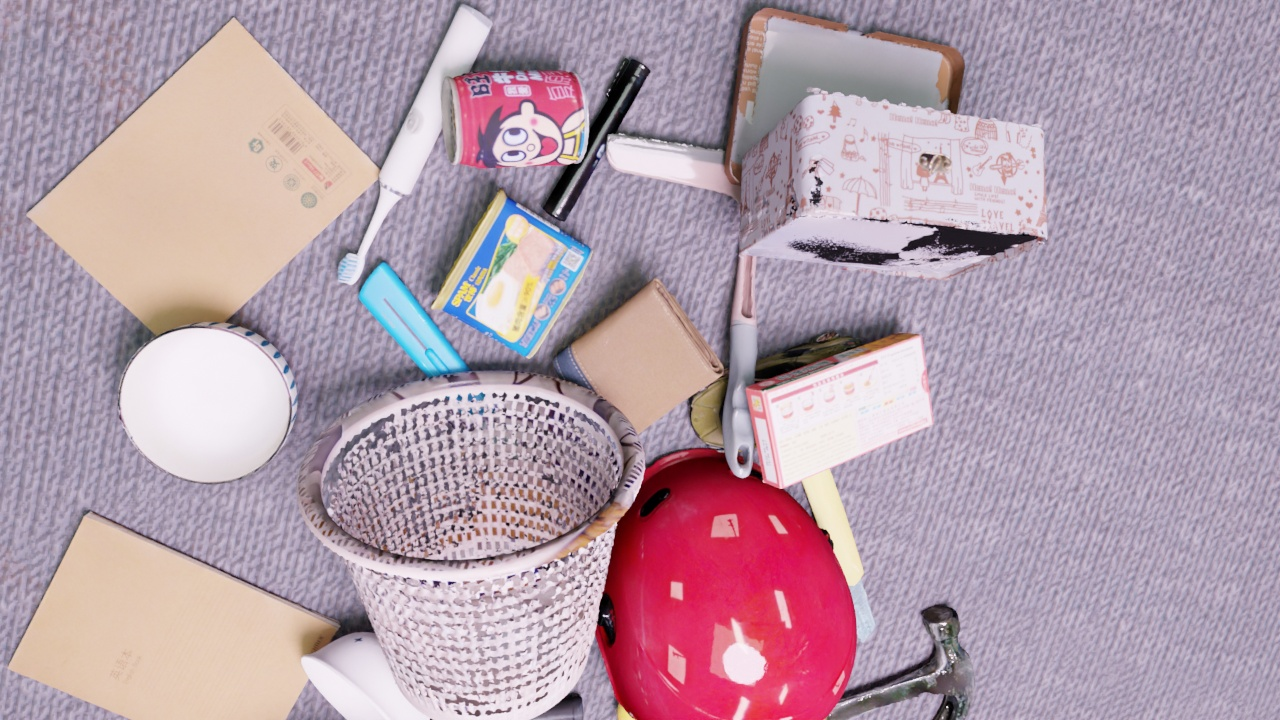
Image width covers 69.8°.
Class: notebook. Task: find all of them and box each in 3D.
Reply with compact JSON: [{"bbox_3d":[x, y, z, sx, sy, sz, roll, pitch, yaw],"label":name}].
[{"bbox_3d":[-0.373,0.230,0.738,0.211,0.012,0.149,29,98,-12],"label":"notebook"},{"bbox_3d":[-0.317,-0.122,0.672,0.208,0.008,0.148,-42,103,3],"label":"notebook"}]

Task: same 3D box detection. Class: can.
[{"bbox_3d":[-0.095,-0.063,0.689,0.083,0.057,0.102,31,97,-15],"label":"can"},{"bbox_3d":[-0.090,-0.171,0.652,0.093,0.066,0.066,-7,103,-19],"label":"can"}]

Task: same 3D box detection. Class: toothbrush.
[{"bbox_3d":[-0.154,0.308,0.774,0.212,0.026,0.027,-4,90,-6],"label":"toothbrush"},{"bbox_3d":[-0.170,-0.154,0.675,0.027,0.026,0.221,33,98,30],"label":"toothbrush"}]

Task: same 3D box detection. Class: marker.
[{"bbox_3d":[-0.034,-0.166,0.693,0.022,0.020,0.132,31,96,1],"label":"marker"}]

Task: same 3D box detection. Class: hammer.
[{"bbox_3d":[0.142,0.326,0.813,0.323,0.032,0.126,-18,103,-3],"label":"hammer"}]

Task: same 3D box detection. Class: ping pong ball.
[{"bbox_3d":[0.000,0.302,0.784,0.040,0.040,0.040,-1,102,-7],"label":"ping pong ball"}]

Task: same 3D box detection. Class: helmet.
[{"bbox_3d":[0.074,0.195,0.709,0.206,0.144,0.240,-14,96,-15],"label":"helmet"}]

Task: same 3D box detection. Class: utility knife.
[{"bbox_3d":[0.167,0.151,0.786,0.031,0.021,0.206,-21,97,0],"label":"utility knife"},{"bbox_3d":[-0.146,0.013,0.718,0.034,0.018,0.204,-37,105,1],"label":"utility knife"}]

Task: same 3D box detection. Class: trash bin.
[{"bbox_3d":[-0.111,0.143,0.657,0.227,0.227,0.192,-3,121,-7],"label":"trash bin"}]

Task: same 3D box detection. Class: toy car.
[{"bbox_3d":[0.117,0.029,0.744,0.158,0.042,0.070,-19,103,0],"label":"toy car"}]

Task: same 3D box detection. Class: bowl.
[{"bbox_3d":[-0.309,0.026,0.674,0.116,0.066,0.116,-2,103,-7],"label":"bowl"},{"bbox_3d":[-0.203,0.253,0.728,0.064,0.119,0.118,-46,107,-35],"label":"bowl"}]

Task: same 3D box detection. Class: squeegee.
[{"bbox_3d":[0.082,-0.034,0.712,0.247,0.040,0.249,6,84,-13],"label":"squeegee"}]

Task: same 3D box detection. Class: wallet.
[{"bbox_3d":[-0.004,0.004,0.693,0.116,0.033,0.090,-38,84,32],"label":"wallet"}]

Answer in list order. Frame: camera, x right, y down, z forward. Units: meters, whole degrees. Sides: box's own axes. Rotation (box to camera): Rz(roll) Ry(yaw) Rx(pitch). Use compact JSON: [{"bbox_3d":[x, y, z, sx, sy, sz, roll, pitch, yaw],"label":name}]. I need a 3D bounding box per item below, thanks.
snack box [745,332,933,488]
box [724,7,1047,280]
[{"bbox_3d":[0.156,0.036,0.704,0.155,0.027,0.077,-18,104,-25],"label":"snack box"},{"bbox_3d":[0.170,-0.167,0.646,0.183,0.157,0.193,5,83,-15],"label":"box"}]
